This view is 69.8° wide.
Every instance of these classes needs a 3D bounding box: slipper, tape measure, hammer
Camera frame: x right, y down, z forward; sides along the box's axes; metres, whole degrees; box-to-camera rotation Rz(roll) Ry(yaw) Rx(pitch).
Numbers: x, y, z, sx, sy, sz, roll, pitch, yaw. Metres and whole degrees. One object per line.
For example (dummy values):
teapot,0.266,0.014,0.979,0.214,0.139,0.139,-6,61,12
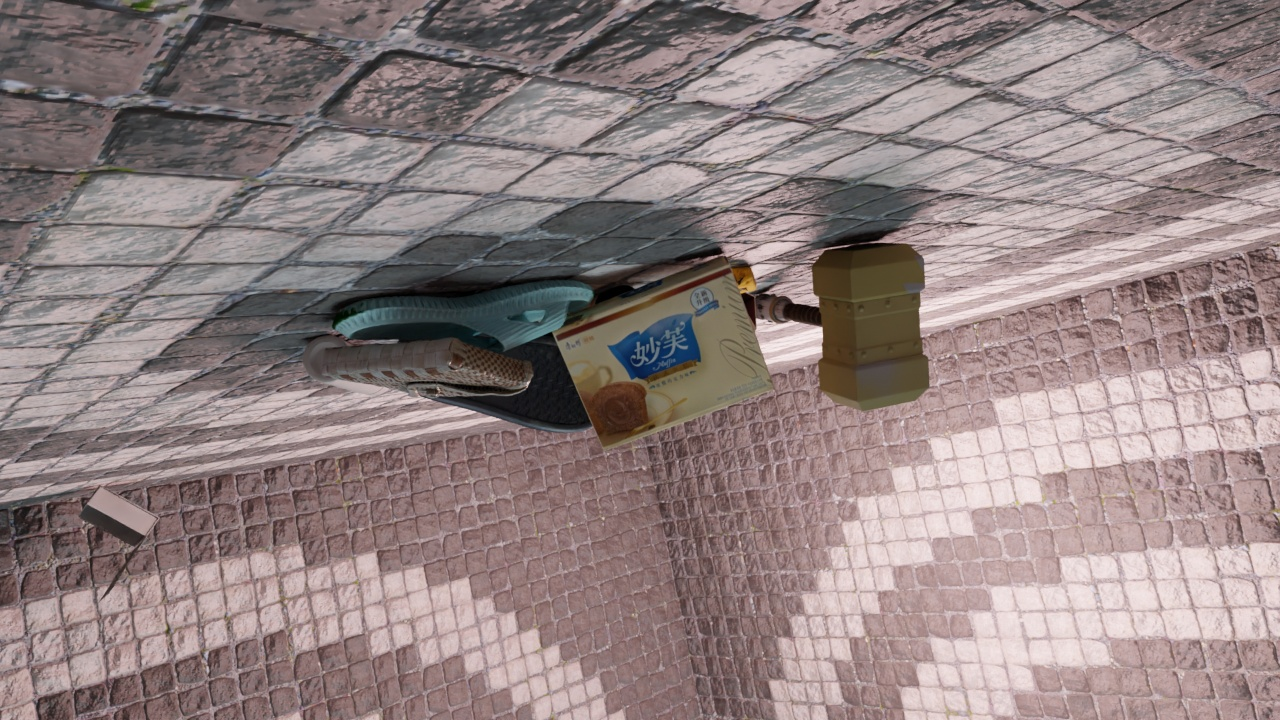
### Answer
slipper,-0.174,-0.036,0.945,0.275,0.069,0.116,-7,176,-32
slipper,-0.157,0.025,1.087,0.268,0.110,0.083,11,167,-11
tape measure,0.109,-0.094,1.118,0.059,0.030,0.068,-15,173,11
hammer,0.235,-0.059,1.216,0.100,0.190,0.325,-10,-169,-19

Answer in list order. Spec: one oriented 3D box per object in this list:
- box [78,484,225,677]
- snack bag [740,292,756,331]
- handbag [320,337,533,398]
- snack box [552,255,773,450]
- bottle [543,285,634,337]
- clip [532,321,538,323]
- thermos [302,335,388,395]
box,-1.245,0.567,2.332,0.233,0.528,0.167,-11,168,-40
snack bag,0.089,-0.041,1.209,0.095,0.070,0.205,-30,-176,25
handbag,-0.213,0.012,0.918,0.186,0.047,0.124,-3,166,32
snack box,0.025,-0.007,1.018,0.207,0.153,0.055,-21,-163,6
bottle,-0.075,-0.041,1.118,0.182,0.059,0.059,-17,172,42
clip,-0.142,-0.036,1.220,0.043,0.023,0.076,-7,171,-30
thermos,-0.345,0.010,1.106,0.052,0.052,0.224,-11,174,-4
